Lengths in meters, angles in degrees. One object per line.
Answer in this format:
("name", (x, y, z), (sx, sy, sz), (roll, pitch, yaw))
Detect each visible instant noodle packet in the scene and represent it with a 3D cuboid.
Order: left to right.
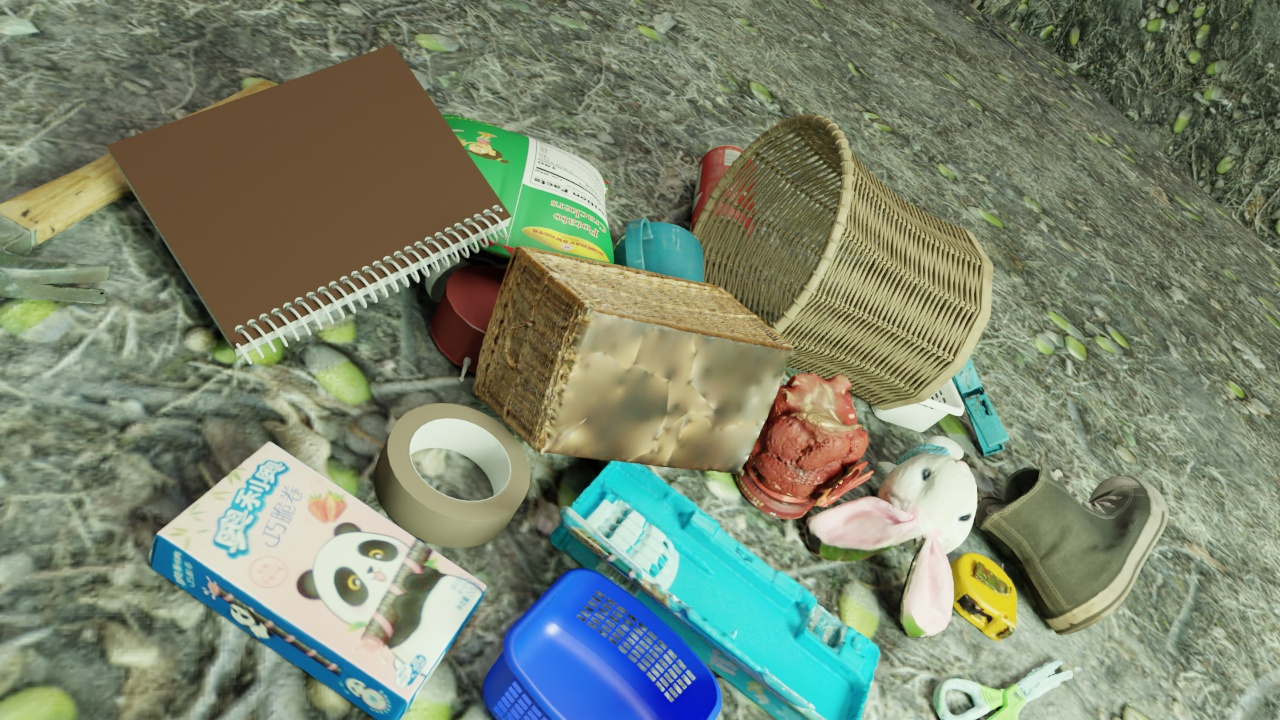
("instant noodle packet", (-0.114, -0.143, 0.782), (0.195, 0.090, 0.252), (16, 28, -14))

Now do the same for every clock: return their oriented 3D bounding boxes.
("clock", (-0.117, -0.038, 0.704), (0.087, 0.044, 0.124), (5, 44, -33))

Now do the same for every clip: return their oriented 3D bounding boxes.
("clip", (0.330, 0.031, 0.912), (0.113, 0.028, 0.126), (54, 18, -60))

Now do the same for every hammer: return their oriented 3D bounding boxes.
("hammer", (-0.356, -0.140, 0.657), (0.132, 0.033, 0.329), (29, 36, -2))

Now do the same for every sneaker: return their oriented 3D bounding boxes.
("sneaker", (0.393, 0.139, 0.839), (0.234, 0.095, 0.120), (-28, 76, -41))

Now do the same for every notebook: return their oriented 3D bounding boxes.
("notebook", (-0.218, -0.115, 0.632), (0.208, 0.022, 0.171), (-31, 83, -26))

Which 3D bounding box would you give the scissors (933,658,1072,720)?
("scissors", (0.284, 0.259, 0.692), (0.175, 0.033, 0.072), (-7, 48, -37))

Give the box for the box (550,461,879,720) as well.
("box", (0.045, 0.160, 0.573), (0.227, 0.074, 0.180), (37, 12, 6))

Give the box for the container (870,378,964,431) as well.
("container", (0.263, 0.014, 0.926), (0.080, 0.050, 0.129), (17, 39, -21))

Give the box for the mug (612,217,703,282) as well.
("mug", (0.009, -0.065, 0.783), (0.084, 0.112, 0.104), (-10, 47, 13))

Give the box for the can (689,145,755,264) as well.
("can", (0.091, -0.172, 0.998), (0.067, 0.067, 0.169), (25, 36, -11))

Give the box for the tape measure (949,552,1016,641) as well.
("tape measure", (0.280, 0.187, 0.755), (0.059, 0.030, 0.068), (36, 35, 1))

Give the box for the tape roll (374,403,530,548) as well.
("tape roll", (-0.119, 0.072, 0.586), (0.093, 0.030, 0.093), (20, 38, -17))

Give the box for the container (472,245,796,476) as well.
("container", (-0.004, 0.004, 0.650), (0.198, 0.114, 0.113), (8, 20, -33))

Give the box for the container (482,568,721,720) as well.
("container", (-0.024, 0.184, 0.505), (0.114, 0.058, 0.096), (40, 36, 9))

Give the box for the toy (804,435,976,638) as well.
("toy", (0.241, 0.114, 0.749), (0.131, 0.106, 0.204), (44, 39, 10))

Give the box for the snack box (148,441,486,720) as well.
("snack box", (-0.170, 0.117, 0.496), (0.154, 0.033, 0.087), (33, 35, 1))

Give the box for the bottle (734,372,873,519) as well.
("bottle", (0.131, 0.067, 0.706), (0.099, 0.111, 0.098), (15, 38, -12))

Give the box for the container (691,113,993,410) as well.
("container", (0.176, -0.075, 0.831), (0.196, 0.227, 0.226), (22, 37, -26))
